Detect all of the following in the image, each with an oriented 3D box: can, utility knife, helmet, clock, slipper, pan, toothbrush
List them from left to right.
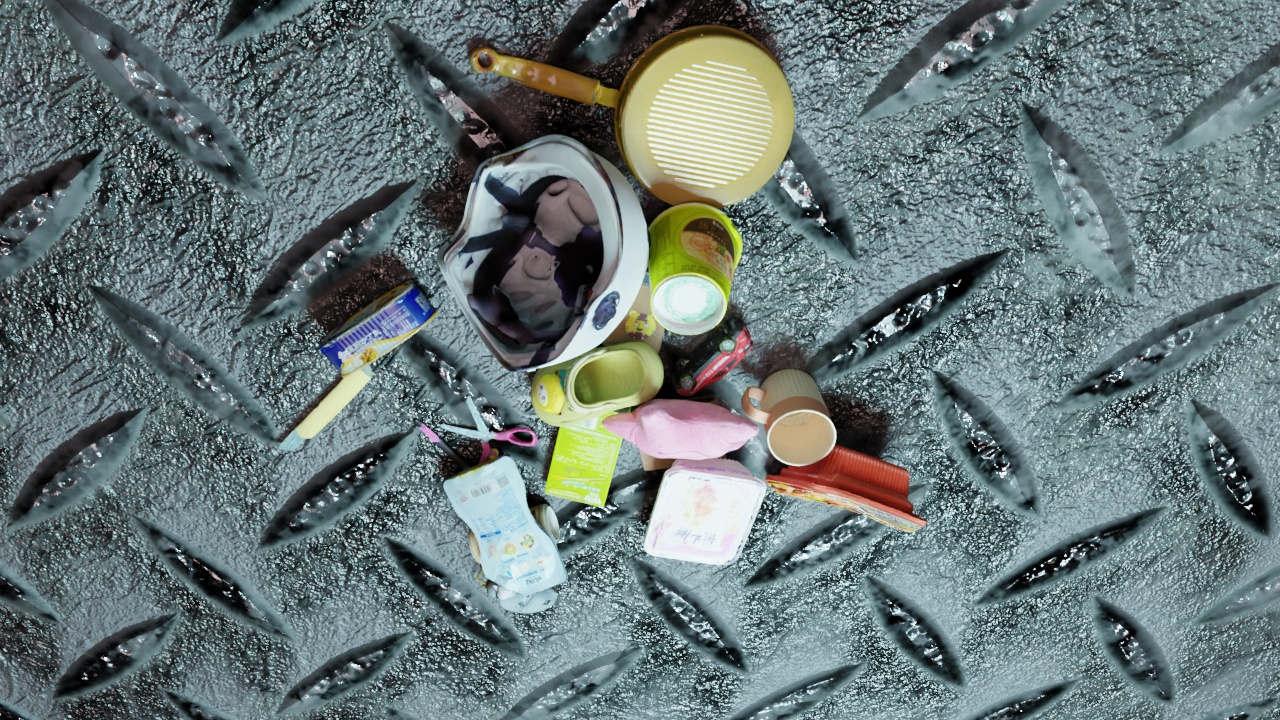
[{"bbox_3d":[-0.410,0.063,1.194,0.188,0.020,0.031,-43,108,14],"label":"utility knife"},{"bbox_3d":[-0.318,-0.038,1.108,0.148,0.074,0.049,-30,112,14],"label":"can"},{"bbox_3d":[-0.239,0.144,1.245,0.014,0.017,0.189,-36,113,18],"label":"toothbrush"},{"bbox_3d":[-0.175,0.242,1.276,0.116,0.058,0.058,-17,118,8],"label":"can"},{"bbox_3d":[-0.172,0.316,1.305,0.121,0.055,0.082,16,134,-24],"label":"clock"},{"bbox_3d":[-0.083,-0.115,1.009,0.229,0.145,0.259,49,117,23],"label":"helmet"},{"bbox_3d":[-0.066,0.025,1.115,0.191,0.081,0.091,-15,80,29],"label":"slipper"},{"bbox_3d":[-0.007,-0.280,0.995,0.357,0.078,0.198,9,118,-14],"label":"pan"}]

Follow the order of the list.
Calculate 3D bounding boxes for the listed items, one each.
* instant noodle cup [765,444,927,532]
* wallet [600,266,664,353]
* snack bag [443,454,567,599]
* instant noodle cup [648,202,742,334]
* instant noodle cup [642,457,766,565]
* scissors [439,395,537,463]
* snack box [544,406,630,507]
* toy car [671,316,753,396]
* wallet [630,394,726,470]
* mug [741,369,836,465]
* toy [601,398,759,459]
[{"bbox_3d":[0.268,0.160,1.197,0.164,0.189,0.079,20,81,-13],"label":"instant noodle cup"},{"bbox_3d":[-0.008,-0.065,1.124,0.090,0.033,0.115,10,122,-8],"label":"wallet"},{"bbox_3d":[-0.180,0.227,1.226,0.110,0.038,0.191,-24,95,6],"label":"snack bag"},{"bbox_3d":[0.056,-0.093,1.003,0.112,0.123,0.112,3,129,3],"label":"instant noodle cup"},{"bbox_3d":[0.084,0.196,1.244,0.138,0.060,0.174,9,129,-6],"label":"instant noodle cup"},{"bbox_3d":[-0.198,0.102,1.223,0.131,0.017,0.133,-14,115,9],"label":"scissors"},{"bbox_3d":[-0.072,0.121,1.224,0.086,0.026,0.157,14,118,-1],"label":"snack box"},{"bbox_3d":[0.090,-0.001,1.148,0.121,0.052,0.045,-41,115,18],"label":"toy car"},{"bbox_3d":[0.052,0.099,1.224,0.115,0.020,0.101,-8,120,7],"label":"wallet"},{"bbox_3d":[0.180,0.065,1.156,0.114,0.105,0.082,18,117,-11],"label":"mug"},{"bbox_3d":[0.053,0.089,1.146,0.194,0.179,0.074,9,76,-24],"label":"toy"}]
